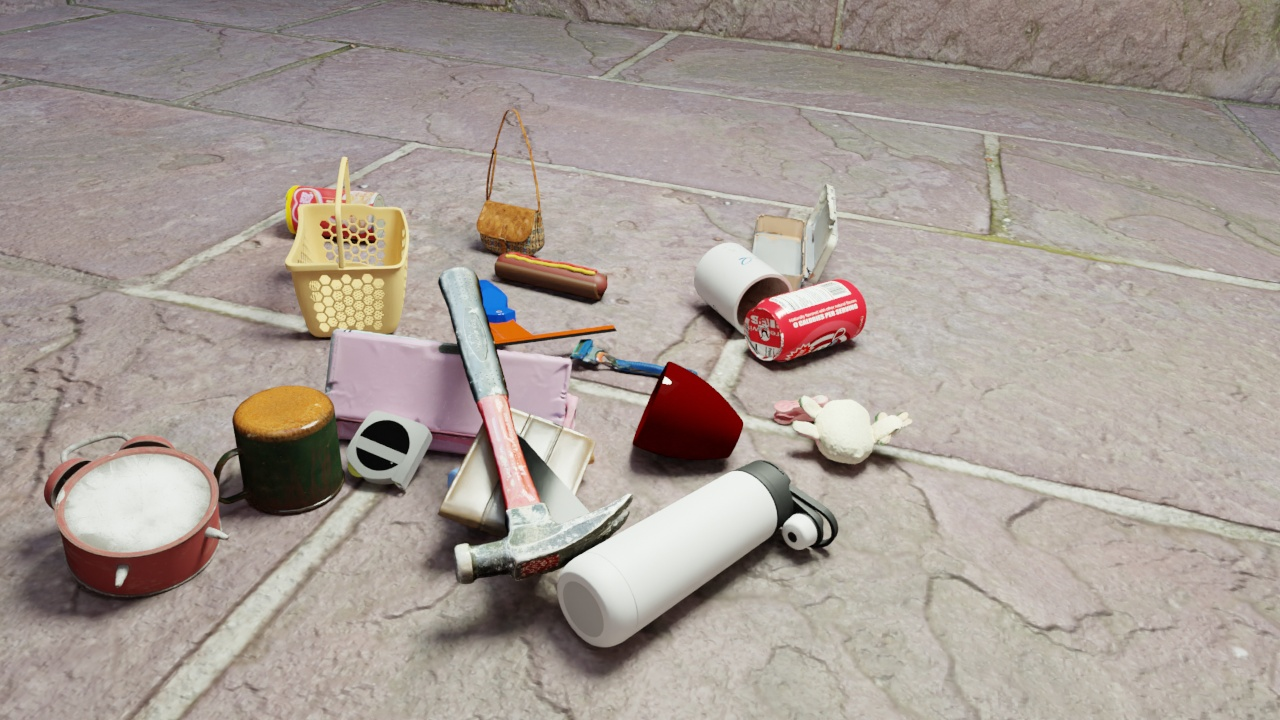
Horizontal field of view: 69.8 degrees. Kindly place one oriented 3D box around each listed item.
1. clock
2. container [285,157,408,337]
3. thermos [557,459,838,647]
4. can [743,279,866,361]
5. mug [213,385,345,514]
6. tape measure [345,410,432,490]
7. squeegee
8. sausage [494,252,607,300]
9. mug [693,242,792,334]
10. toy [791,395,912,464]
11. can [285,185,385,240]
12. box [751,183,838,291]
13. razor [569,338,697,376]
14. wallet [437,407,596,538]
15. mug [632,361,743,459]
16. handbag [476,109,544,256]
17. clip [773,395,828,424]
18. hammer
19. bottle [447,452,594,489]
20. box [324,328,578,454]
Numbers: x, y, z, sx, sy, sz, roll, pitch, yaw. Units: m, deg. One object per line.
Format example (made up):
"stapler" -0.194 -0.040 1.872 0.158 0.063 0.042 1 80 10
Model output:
"clock" -0.399 0.115 0.719 0.109 0.062 0.157 -24 54 -40
"container" -0.334 -0.136 1.063 0.129 0.167 0.183 -3 30 -13
"thermos" 0.051 0.153 0.721 0.229 0.069 0.101 -23 53 -40
"can" 0.195 -0.047 1.070 0.142 0.074 0.074 -17 36 -32
"mug" -0.312 0.079 0.780 0.085 0.081 0.110 28 38 35
"tape measure" -0.226 0.081 0.822 0.065 0.017 0.064 20 67 11
"squeegee" -0.177 -0.060 1.067 0.249 0.055 0.185 -8 22 -21
"sausage" -0.115 -0.110 1.175 0.156 0.040 0.040 14 31 17
"mug" 0.139 -0.083 1.134 0.119 0.083 0.096 18 18 -36
"toy" 0.203 0.068 0.898 0.112 0.050 0.087 11 31 4
"can" -0.420 -0.203 1.269 0.124 0.067 0.066 5 30 1
"box" 0.212 -0.175 1.275 0.115 0.096 0.216 5 29 8
"razor" -0.006 0.006 1.011 0.141 0.018 0.043 13 31 9
"wallet" -0.098 0.095 0.757 0.098 0.027 0.120 20 47 -1
"mug" 0.052 0.052 0.884 0.088 0.087 0.113 24 25 -2
"handbag" -0.174 -0.234 1.225 0.093 0.196 0.043 15 26 23
"clip" 0.167 0.048 0.945 0.060 0.044 0.023 14 25 -11
"hammer" -0.114 0.034 0.772 0.140 0.036 0.325 -9 49 -18
"bottle" -0.100 0.101 0.804 0.131 0.048 0.048 -16 36 -30
"box" -0.177 0.024 0.869 0.233 0.107 0.099 8 30 5
